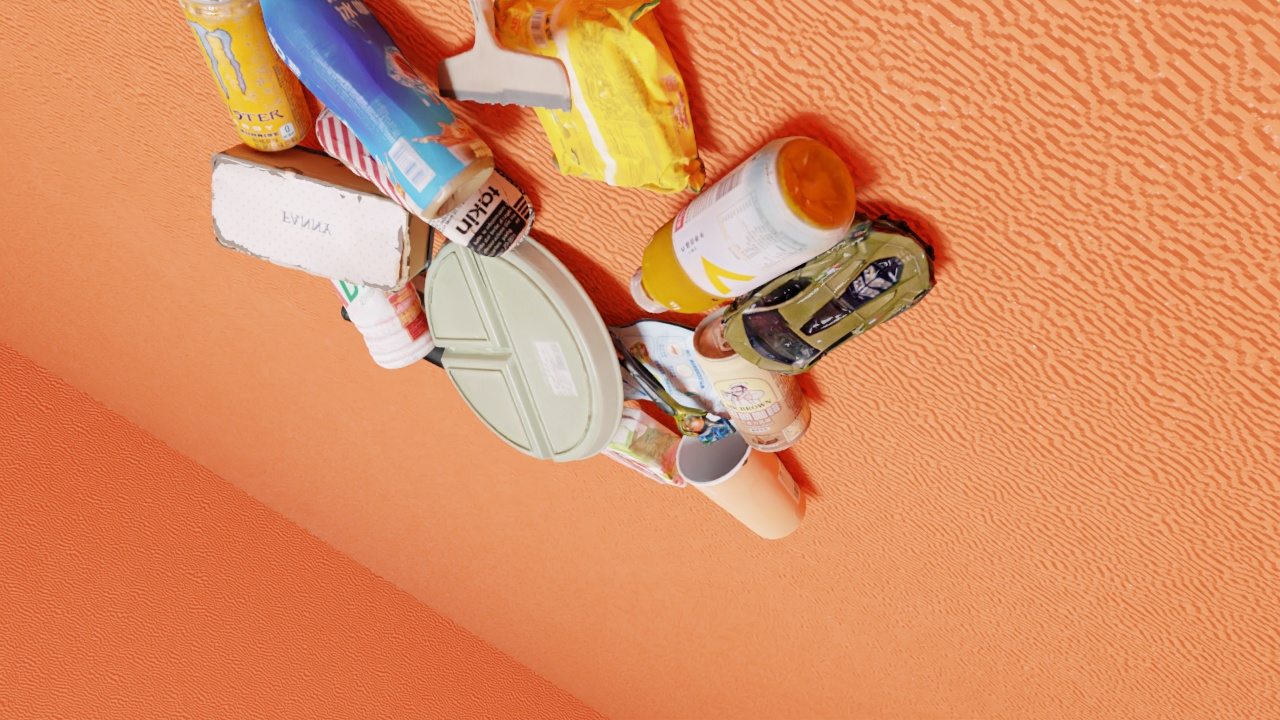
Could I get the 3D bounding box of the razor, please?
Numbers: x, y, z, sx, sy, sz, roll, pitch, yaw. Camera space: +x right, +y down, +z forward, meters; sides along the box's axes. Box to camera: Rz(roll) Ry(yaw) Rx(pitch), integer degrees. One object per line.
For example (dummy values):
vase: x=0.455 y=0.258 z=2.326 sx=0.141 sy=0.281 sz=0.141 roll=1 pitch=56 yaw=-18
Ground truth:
razor: x=0.014 y=0.023 z=0.748 sx=0.142 sy=0.022 sz=0.043 roll=43 pitch=140 yaw=-13

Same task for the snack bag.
snack bag: x=-0.005 y=0.005 z=0.790 sx=0.191 sy=0.038 sz=0.110 roll=5 pitch=130 yaw=38

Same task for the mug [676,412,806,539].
mug: x=0.098 y=0.108 z=0.830 sx=0.078 sy=0.078 sz=0.123 roll=1 pitch=146 yaw=44

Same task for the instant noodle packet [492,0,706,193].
instant noodle packet: x=-0.021 y=-0.159 z=0.531 sx=0.111 sy=0.044 sz=0.128 roll=15 pitch=147 yaw=30

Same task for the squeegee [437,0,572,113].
squeegee: x=-0.124 y=-0.251 z=0.473 sx=0.247 sy=0.039 sz=0.246 roll=60 pitch=166 yaw=-27

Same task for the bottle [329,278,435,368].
bottle: x=-0.255 y=-0.087 z=0.834 sx=0.068 sy=0.068 sz=0.197 roll=5 pitch=131 yaw=40

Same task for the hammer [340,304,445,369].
hammer: x=-0.185 y=0.002 z=0.949 sx=0.301 sy=0.032 sz=0.129 roll=25 pitch=168 yaw=17

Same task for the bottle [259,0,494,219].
bottle: x=-0.188 y=-0.192 z=0.596 sx=0.218 sy=0.065 sz=0.065 roll=49 pitch=150 yaw=-4

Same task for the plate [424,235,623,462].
plate: x=-0.109 y=-0.008 z=0.793 sx=0.230 sy=0.027 sz=0.231 roll=26 pitch=134 yaw=30

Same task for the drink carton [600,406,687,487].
drink carton: x=0.002 y=0.082 z=0.870 sx=0.054 sy=0.045 sz=0.122 roll=10 pitch=164 yaw=34

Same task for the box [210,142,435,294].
box: x=-0.251 y=-0.117 z=0.745 sx=0.184 sy=0.062 sz=0.090 roll=16 pitch=119 yaw=1

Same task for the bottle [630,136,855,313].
bottle: x=0.052 y=-0.073 z=0.574 sx=0.068 sy=0.067 sz=0.190 roll=38 pitch=152 yaw=-14

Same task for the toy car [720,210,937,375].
toy car: x=0.114 y=-0.036 z=0.579 sx=0.070 sy=0.042 sz=0.159 roll=38 pitch=136 yaw=-14

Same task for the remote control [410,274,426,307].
remote control: x=-0.209 y=-0.058 z=0.905 sx=0.135 sy=0.019 sz=0.056 roll=28 pitch=153 yaw=5

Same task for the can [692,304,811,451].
can: x=0.086 y=0.015 z=0.697 sx=0.059 sy=0.058 sz=0.116 roll=7 pitch=144 yaw=37

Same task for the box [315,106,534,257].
box: x=-0.157 y=-0.132 z=0.678 sx=0.162 sy=0.075 sz=0.086 roll=32 pitch=161 yaw=-6

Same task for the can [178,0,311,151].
can: x=-0.286 y=-0.221 z=0.669 sx=0.058 sy=0.058 sz=0.146 roll=25 pitch=152 yaw=10
